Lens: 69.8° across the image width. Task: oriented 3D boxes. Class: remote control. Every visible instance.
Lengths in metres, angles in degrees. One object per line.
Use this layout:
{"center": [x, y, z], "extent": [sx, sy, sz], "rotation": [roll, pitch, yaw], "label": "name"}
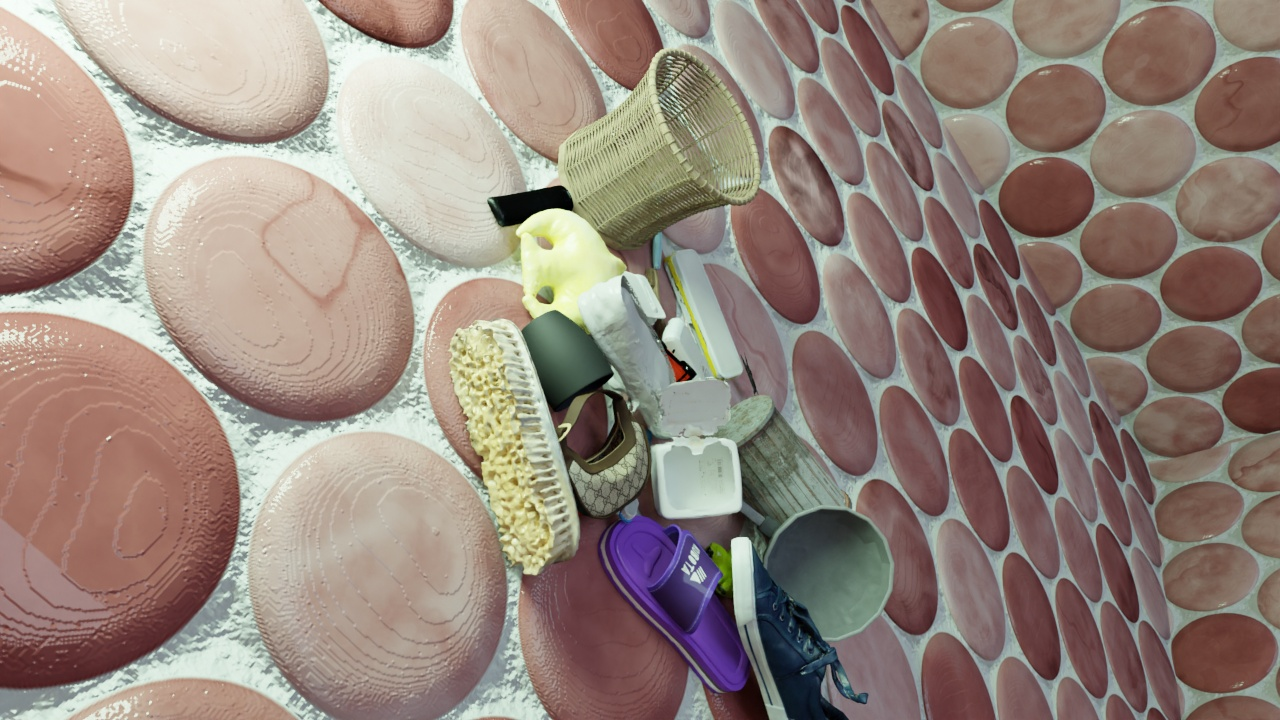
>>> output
{"center": [-0.138, -0.200, 1.174], "extent": [0.151, 0.020, 0.041], "rotation": [-26, 90, -53], "label": "remote control"}
{"center": [0.072, 0.007, 1.290], "extent": [0.138, 0.025, 0.060], "rotation": [60, 26, -23], "label": "remote control"}

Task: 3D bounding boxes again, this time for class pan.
{"center": [0.172, 0.221, 1.198], "extent": [0.357, 0.041, 0.178], "rotation": [38, 85, -6], "label": "pan"}

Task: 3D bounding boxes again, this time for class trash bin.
{"center": [0.192, 0.167, 1.279], "extent": [0.211, 0.131, 0.130], "rotation": [52, 38, -15], "label": "trash bin"}

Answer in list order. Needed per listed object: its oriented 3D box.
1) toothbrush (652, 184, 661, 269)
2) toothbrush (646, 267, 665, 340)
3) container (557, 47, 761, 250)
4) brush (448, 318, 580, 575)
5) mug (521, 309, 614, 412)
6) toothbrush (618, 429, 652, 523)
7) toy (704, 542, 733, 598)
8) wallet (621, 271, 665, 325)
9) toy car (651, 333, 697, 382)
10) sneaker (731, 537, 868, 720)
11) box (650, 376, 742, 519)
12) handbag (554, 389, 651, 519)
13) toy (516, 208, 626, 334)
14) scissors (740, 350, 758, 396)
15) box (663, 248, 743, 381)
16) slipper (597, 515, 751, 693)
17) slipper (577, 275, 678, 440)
{"center": [0.024, -0.201, 1.380], "extent": [0.022, 0.016, 0.154], "rotation": [37, 44, -47], "label": "toothbrush"}
{"center": [0.027, -0.058, 1.299], "extent": [0.016, 0.016, 0.166], "rotation": [17, 57, -46], "label": "toothbrush"}
{"center": [0.021, -0.277, 1.265], "extent": [0.226, 0.197, 0.226], "rotation": [28, 50, -39], "label": "container"}
{"center": [-0.132, 0.086, 0.960], "extent": [0.056, 0.083, 0.271], "rotation": [-5, 75, -53], "label": "brush"}
{"center": [-0.089, -0.003, 1.081], "extent": [0.100, 0.085, 0.119], "rotation": [57, 6, 7], "label": "mug"}
{"center": [-0.002, 0.137, 1.131], "extent": [0.016, 0.014, 0.166], "rotation": [35, 35, -12], "label": "toothbrush"}
{"center": [0.114, 0.275, 1.199], "extent": [0.093, 0.036, 0.094], "rotation": [-33, 100, -60], "label": "toy"}
{"center": [-0.024, -0.087, 1.245], "extent": [0.116, 0.032, 0.086], "rotation": [11, 51, -46], "label": "wallet"}
{"center": [0.026, 0.002, 1.229], "extent": [0.100, 0.051, 0.048], "rotation": [42, 10, -25], "label": "toy car"}
{"center": [0.192, 0.343, 1.124], "extent": [0.120, 0.127, 0.294], "rotation": [-71, 142, -73], "label": "sneaker"}
{"center": [0.067, 0.108, 1.135], "extent": [0.083, 0.110, 0.190], "rotation": [-126, -149, -74], "label": "box"}
{"center": [-0.053, 0.104, 1.041], "extent": [0.166, 0.063, 0.138], "rotation": [-26, 108, -53], "label": "handbag"}
{"center": [-0.084, -0.107, 1.150], "extent": [0.154, 0.065, 0.170], "rotation": [3, 72, -34], "label": "toy"}
{"center": [0.179, 0.070, 1.391], "extent": [0.170, 0.013, 0.131], "rotation": [50, 41, -40], "label": "scissors"}
{"center": [0.094, -0.066, 1.377], "extent": [0.064, 0.033, 0.209], "rotation": [-14, 80, -51], "label": "box"}
{"center": [0.068, 0.283, 1.094], "extent": [0.266, 0.084, 0.107], "rotation": [54, 38, -15], "label": "slipper"}
{"center": [-0.007, 0.007, 1.138], "extent": [0.247, 0.075, 0.112], "rotation": [62, 35, -35], "label": "slipper"}
